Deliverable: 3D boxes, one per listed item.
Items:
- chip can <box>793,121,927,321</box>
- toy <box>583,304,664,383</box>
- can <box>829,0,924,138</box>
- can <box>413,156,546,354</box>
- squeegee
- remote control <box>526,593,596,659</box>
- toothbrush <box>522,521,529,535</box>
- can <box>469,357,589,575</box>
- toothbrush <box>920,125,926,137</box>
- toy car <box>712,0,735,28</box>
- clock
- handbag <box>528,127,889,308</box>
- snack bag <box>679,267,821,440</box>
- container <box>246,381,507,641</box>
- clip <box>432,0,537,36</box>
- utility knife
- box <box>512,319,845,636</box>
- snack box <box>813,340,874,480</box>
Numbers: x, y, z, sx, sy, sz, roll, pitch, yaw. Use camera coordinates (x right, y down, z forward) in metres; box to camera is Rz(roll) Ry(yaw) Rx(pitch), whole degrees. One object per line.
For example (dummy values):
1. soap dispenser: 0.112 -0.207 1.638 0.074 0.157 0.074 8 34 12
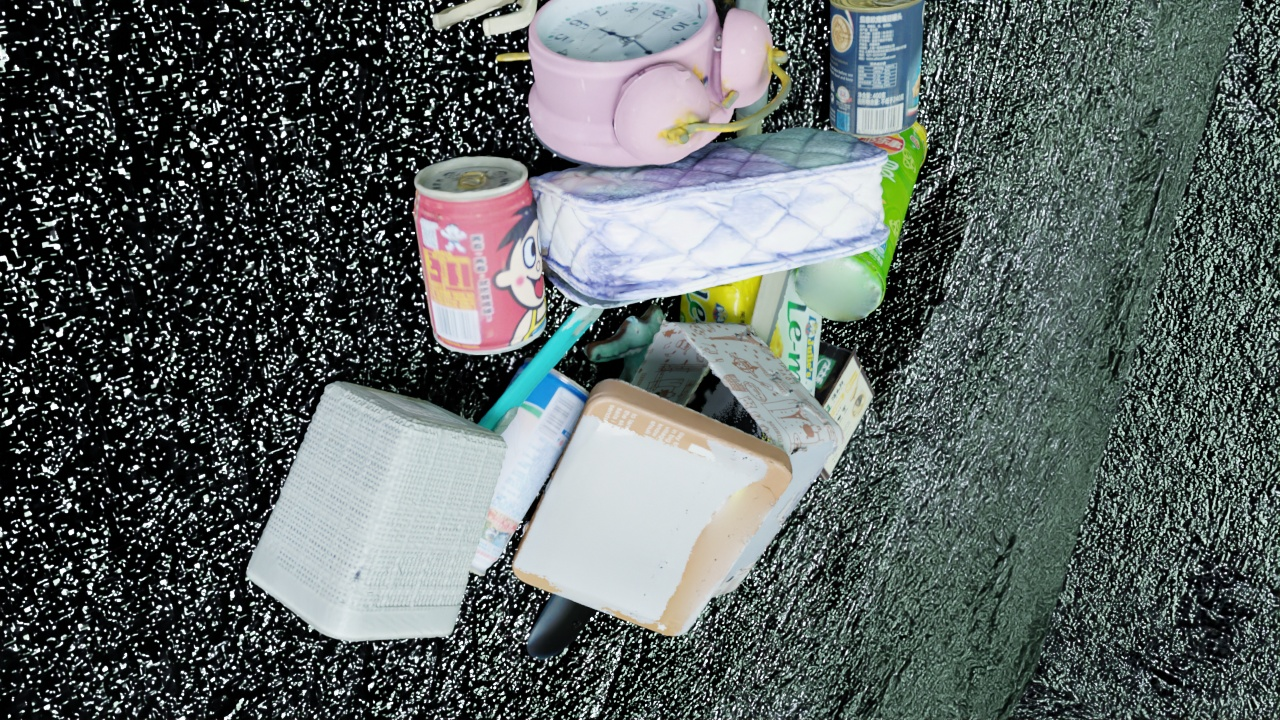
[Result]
1. chip can: 0.189 -0.125 0.778 0.073 0.073 0.220 74 33 -42
2. toy: -0.004 0.004 0.689 0.096 0.030 0.092 -13 114 -41
3. can: 0.196 -0.251 0.767 0.075 0.075 0.111 -39 137 -34
4. can: -0.088 -0.059 0.508 0.066 0.066 0.094 -32 132 -40
5. squeegee: 0.087 -0.175 0.660 0.247 0.039 0.245 71 32 -48
6. remote control: -0.044 0.181 0.738 0.136 0.024 0.053 -59 145 -11
7. toothbrush: -0.020 0.110 0.735 0.188 0.029 0.021 -21 165 -48
8. can: -0.087 0.068 0.592 0.134 0.053 0.053 -59 144 -11
9. toothbrush: 0.242 -0.255 0.875 0.190 0.017 0.015 28 85 -55
10. toy car: 0.024 -0.228 0.586 0.122 0.037 0.056 35 70 -53
11. clock: 0.007 -0.155 0.497 0.117 0.158 0.060 -41 145 -28
12. handbag: 0.037 -0.085 0.536 0.193 0.134 0.076 -13 114 -17
13. snack bag: 0.089 0.022 0.775 0.157 0.068 0.247 -14 111 -54
14. container: -0.139 0.080 0.502 0.090 0.090 0.114 20 89 -56
15. clip: -0.055 -0.195 0.475 0.104 0.083 0.035 -24 127 -30
16. utility knife: -0.089 0.040 0.551 0.208 0.013 0.029 -48 164 12
17. box: 0.009 0.085 0.615 0.177 0.153 0.183 -1 131 -40
18. snack box: 0.190 0.049 0.946 0.113 0.053 0.125 -58 143 -12
